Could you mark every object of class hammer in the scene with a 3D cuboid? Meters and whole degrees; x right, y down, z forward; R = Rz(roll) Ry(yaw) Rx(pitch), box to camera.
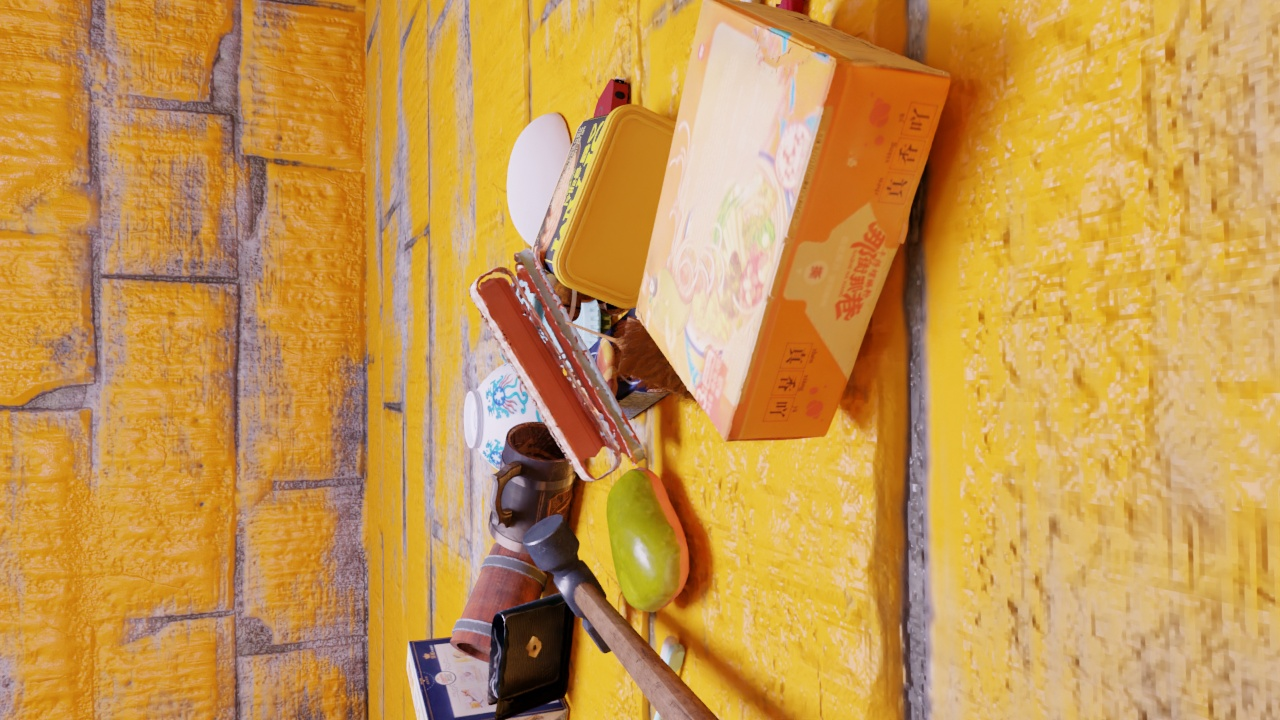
[{"bbox_3d":[-0.003,0.208,0.647,0.129,0.040,0.322,61,166,-15],"label":"hammer"}]

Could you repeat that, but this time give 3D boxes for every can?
[{"bbox_3d":[-0.023,-0.116,0.692,0.135,0.075,0.104,-68,21,4],"label":"can"}]

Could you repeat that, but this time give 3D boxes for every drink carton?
[{"bbox_3d":[-0.004,0.004,0.729,0.130,0.040,0.064,142,124,-61],"label":"drink carton"}]

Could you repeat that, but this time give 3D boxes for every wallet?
[{"bbox_3d":[-0.109,0.292,0.915,0.026,0.089,0.115,21,109,47],"label":"wallet"}]

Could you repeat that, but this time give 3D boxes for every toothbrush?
[{"bbox_3d":[0.011,0.293,0.725,0.016,0.016,0.181,-134,49,-55],"label":"toothbrush"}]

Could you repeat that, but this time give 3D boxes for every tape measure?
[{"bbox_3d":[-0.027,-0.214,0.808,0.051,0.019,0.059,180,97,-69],"label":"tape measure"}]

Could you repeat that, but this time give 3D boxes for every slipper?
[{"bbox_3d":[-0.103,-0.049,0.929,0.276,0.069,0.116,-154,69,-64],"label":"slipper"}]

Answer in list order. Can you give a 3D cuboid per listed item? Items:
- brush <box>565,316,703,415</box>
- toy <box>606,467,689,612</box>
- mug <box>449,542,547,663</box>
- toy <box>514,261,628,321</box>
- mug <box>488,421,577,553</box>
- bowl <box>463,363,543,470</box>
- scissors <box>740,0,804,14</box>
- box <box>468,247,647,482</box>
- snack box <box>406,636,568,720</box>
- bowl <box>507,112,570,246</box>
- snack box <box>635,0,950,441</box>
[{"bbox_3d":[0.002,-0.004,0.643,0.126,0.017,0.048,21,116,22],"label":"brush"},{"bbox_3d":[0.004,0.132,0.691,0.090,0.051,0.110,115,144,-57],"label":"toy"},{"bbox_3d":[-0.143,0.267,0.987,0.117,0.081,0.110,80,-156,-56],"label":"mug"},{"bbox_3d":[-0.062,-0.078,0.803,0.113,0.087,0.067,32,129,59],"label":"toy"},{"bbox_3d":[-0.114,0.131,0.903,0.080,0.115,0.107,24,118,22],"label":"mug"},{"bbox_3d":[-0.158,0.067,1.047,0.144,0.074,0.144,180,90,-67],"label":"bowl"},{"bbox_3d":[0.079,-0.224,0.565,0.199,0.015,0.179,116,144,-47],"label":"scissors"},{"bbox_3d":[-0.062,0.007,0.698,0.067,0.056,0.187,-27,95,48],"label":"box"},{"bbox_3d":[-0.167,0.350,0.978,0.144,0.145,0.043,-135,49,-60],"label":"snack box"},{"bbox_3d":[-0.116,-0.192,0.988,0.150,0.043,0.149,180,90,-67],"label":"bowl"},{"bbox_3d":[0.074,-0.076,0.491,0.145,0.080,0.196,-123,39,-53],"label":"snack box"}]
